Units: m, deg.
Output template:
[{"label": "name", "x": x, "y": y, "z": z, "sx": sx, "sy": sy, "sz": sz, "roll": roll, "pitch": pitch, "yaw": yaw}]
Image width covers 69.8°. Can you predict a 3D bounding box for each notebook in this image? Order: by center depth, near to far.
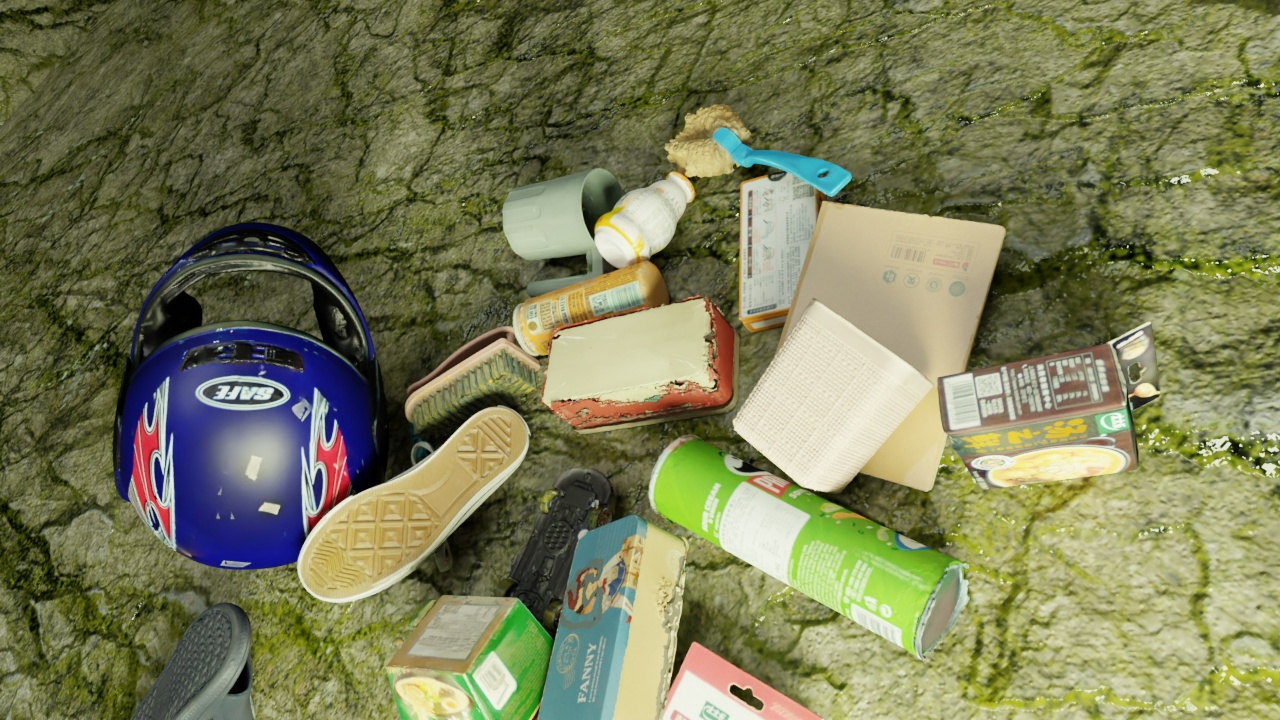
[{"label": "notebook", "x": 0.180, "y": -0.018, "z": 0.712, "sx": 0.148, "sy": 0.008, "sz": 0.207, "roll": 15, "pitch": 84, "yaw": 30}]

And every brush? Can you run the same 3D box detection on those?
[{"label": "brush", "x": 0.103, "y": -0.187, "z": 0.838, "sx": 0.083, "sy": 0.046, "sz": 0.255, "roll": -44, "pitch": 34, "yaw": -5}, {"label": "brush", "x": -0.175, "y": 0.024, "z": 0.916, "sx": 0.146, "sy": 0.063, "sz": 0.073, "roll": -29, "pitch": 56, "yaw": 18}]

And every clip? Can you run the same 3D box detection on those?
[{"label": "clip", "x": -0.224, "y": 0.082, "z": 0.942, "sx": 0.014, "sy": 0.043, "sz": 0.056, "roll": -32, "pitch": 48, "yaw": 12}]

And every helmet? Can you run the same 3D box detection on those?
[{"label": "helmet", "x": -0.364, "y": 0.048, "z": 0.869, "sx": 0.240, "sy": 0.247, "sz": 0.316, "roll": -126, "pitch": 40, "yaw": -60}]

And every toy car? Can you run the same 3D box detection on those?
[{"label": "toy car", "x": -0.068, "y": 0.166, "z": 0.779, "sx": 0.070, "sy": 0.042, "sz": 0.158, "roll": 14, "pitch": 74, "yaw": 37}]

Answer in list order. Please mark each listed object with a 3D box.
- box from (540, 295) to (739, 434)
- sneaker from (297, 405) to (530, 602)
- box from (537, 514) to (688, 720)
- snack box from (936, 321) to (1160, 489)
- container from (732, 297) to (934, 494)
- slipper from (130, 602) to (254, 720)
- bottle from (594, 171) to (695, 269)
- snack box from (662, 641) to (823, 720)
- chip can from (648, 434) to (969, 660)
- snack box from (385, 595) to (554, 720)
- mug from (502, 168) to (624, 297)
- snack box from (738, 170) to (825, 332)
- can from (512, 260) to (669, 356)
[{"label": "box", "x": -0.005, "y": 0.004, "z": 0.806, "sx": 0.169, "sy": 0.080, "sz": 0.091, "roll": -11, "pitch": 58, "yaw": 28}, {"label": "sneaker", "x": -0.202, "y": 0.136, "z": 0.853, "sx": 0.240, "sy": 0.088, "sz": 0.118, "roll": -40, "pitch": 80, "yaw": -18}, {"label": "box", "x": -0.020, "y": 0.211, "z": 0.683, "sx": 0.090, "sy": 0.059, "sz": 0.183, "roll": -32, "pitch": 35, "yaw": 43}, {"label": "snack box", "x": 0.268, "y": 0.035, "z": 0.591, "sx": 0.126, "sy": 0.113, "sz": 0.053, "roll": -13, "pitch": 59, "yaw": 27}, {"label": "container", "x": 0.136, "y": 0.030, "z": 0.667, "sx": 0.090, "sy": 0.090, "sz": 0.111, "roll": 40, "pitch": 99, "yaw": 29}, {"label": "slipper", "x": -0.428, "y": 0.336, "z": 0.900, "sx": 0.269, "sy": 0.083, "sz": 0.110, "roll": -47, "pitch": 39, "yaw": 25}, {"label": "bottle", "x": 0.007, "y": -0.137, "z": 0.887, "sx": 0.063, "sy": 0.063, "sz": 0.108, "roll": 24, "pitch": 60, "yaw": 39}, {"label": "snack box", "x": 0.059, "y": 0.280, "z": 0.633, "sx": 0.113, "sy": 0.044, "sz": 0.127, "roll": 21, "pitch": 78, "yaw": 39}, {"label": "chip can", "x": 0.113, "y": 0.128, "z": 0.665, "sx": 0.236, "sy": 0.072, "sz": 0.072, "roll": 23, "pitch": 78, "yaw": 39}, {"label": "snack box", "x": -0.121, "y": 0.244, "z": 0.697, "sx": 0.118, "sy": 0.106, "sz": 0.118, "roll": -6, "pitch": 28, "yaw": 29}, {"label": "mug", "x": -0.076, "y": -0.126, "z": 0.935, "sx": 0.104, "sy": 0.083, "sz": 0.124, "roll": -3, "pitch": 88, "yaw": 32}, {"label": "snack box", "x": 0.127, "y": -0.103, "z": 0.817, "sx": 0.075, "sy": 0.026, "sz": 0.153, "roll": -12, "pitch": 59, "yaw": 28}, {"label": "can", "x": -0.047, "y": -0.048, "z": 0.877, "sx": 0.146, "sy": 0.058, "sz": 0.058, "roll": -15, "pitch": 57, "yaw": 25}]
